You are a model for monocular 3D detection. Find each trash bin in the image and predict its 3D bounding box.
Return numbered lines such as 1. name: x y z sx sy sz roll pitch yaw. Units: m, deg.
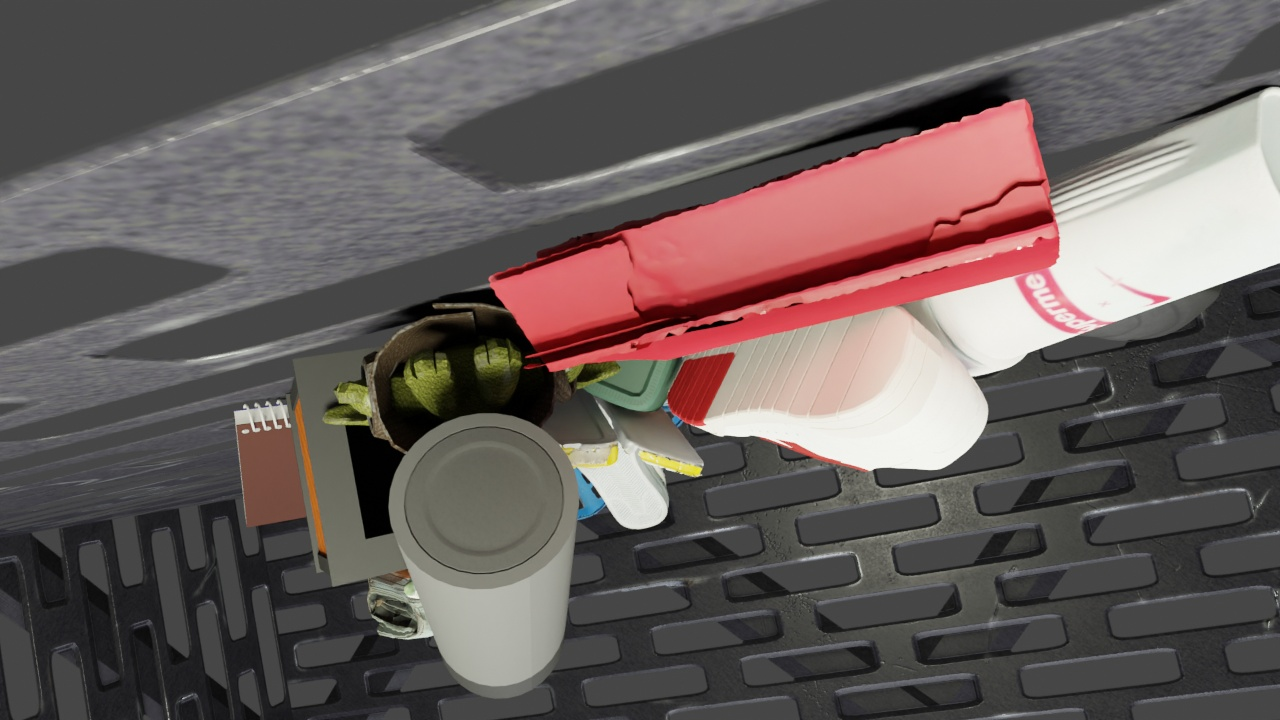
1. trash bin: -0.168 0.071 0.660 0.139 0.139 0.172 -10 175 -24

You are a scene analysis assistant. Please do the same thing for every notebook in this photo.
1. notebook: -0.240 0.080 0.810 0.208 0.022 0.172 -7 144 -25

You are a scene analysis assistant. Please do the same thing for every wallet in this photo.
1. wallet: -0.132 0.175 0.702 0.131 0.054 0.101 -4 180 -36

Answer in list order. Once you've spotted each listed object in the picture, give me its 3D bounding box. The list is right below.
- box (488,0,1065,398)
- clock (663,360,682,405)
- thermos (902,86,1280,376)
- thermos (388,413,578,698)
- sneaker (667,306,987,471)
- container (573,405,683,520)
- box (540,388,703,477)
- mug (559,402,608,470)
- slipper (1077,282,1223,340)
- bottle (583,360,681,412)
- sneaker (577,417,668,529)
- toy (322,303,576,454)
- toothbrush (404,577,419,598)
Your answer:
1. box: 0.071 -0.048 0.413 0.215 0.164 0.153 -15 130 24
2. clock: 0.058 0.011 0.882 0.161 0.075 0.122 -7 173 -39
3. thermos: 0.222 -0.057 0.475 0.099 0.099 0.221 -9 169 -32
4. thermos: -0.079 0.120 0.502 0.082 0.082 0.241 -11 151 -12
5. sneaker: 0.110 0.025 0.568 0.104 0.090 0.237 34 163 -23
6. container: -0.136 0.116 1.094 0.361 0.089 0.258 -6 145 -47
7. box: -0.036 0.040 0.720 0.129 0.036 0.209 8 -165 -17
8. mug: -0.084 0.059 0.847 0.097 0.078 0.112 11 152 -5
9. slipper: 0.279 -0.059 0.652 0.267 0.075 0.113 -1 148 -9
10. bottle: -0.004 0.004 0.685 0.061 0.061 0.131 22 179 7
11. sneaker: -0.032 0.071 0.959 0.089 0.090 0.242 -16 132 9
12. toy: -0.096 0.010 0.515 0.179 0.078 0.153 -10 180 -9
13. toothbrush: -0.129 0.140 0.627 0.017 0.016 0.189 -2 176 5
